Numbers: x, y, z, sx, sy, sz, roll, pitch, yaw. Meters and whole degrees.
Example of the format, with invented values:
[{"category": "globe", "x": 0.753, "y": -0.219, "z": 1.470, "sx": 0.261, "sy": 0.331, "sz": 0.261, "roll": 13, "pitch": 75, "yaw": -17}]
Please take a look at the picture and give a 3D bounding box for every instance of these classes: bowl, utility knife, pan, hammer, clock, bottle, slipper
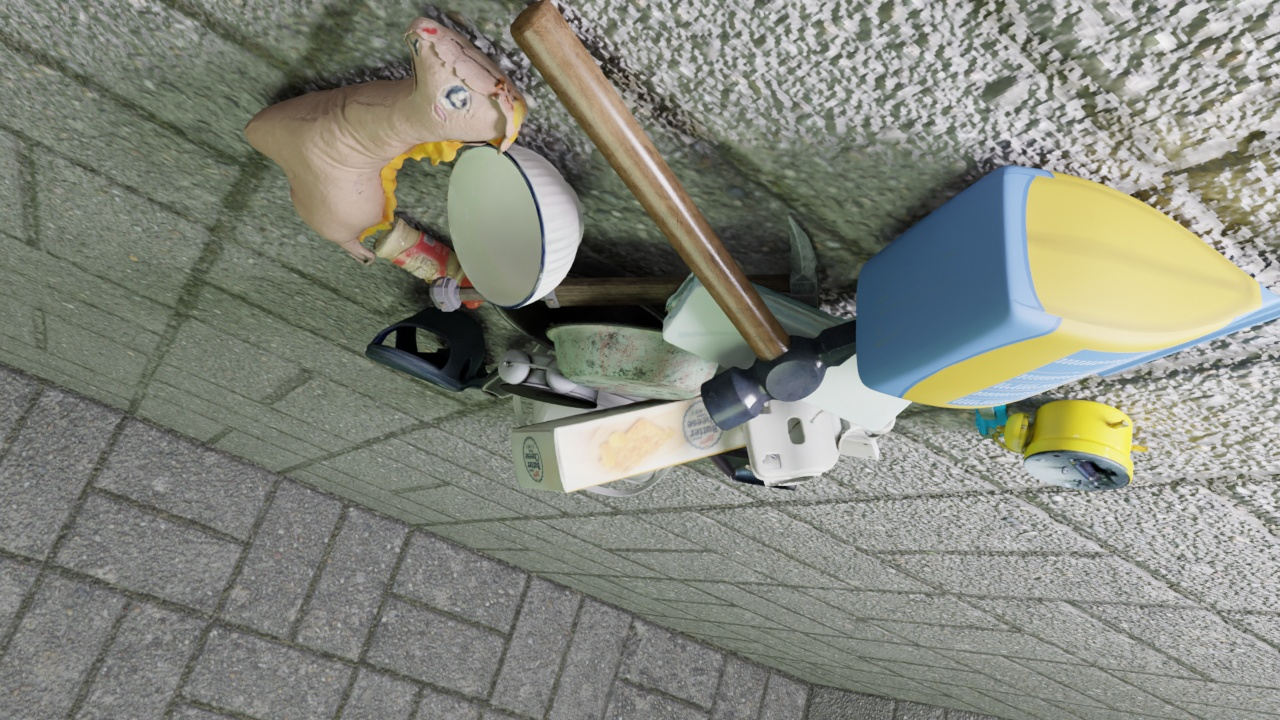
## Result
[{"category": "bowl", "x": -0.005, "y": 0.004, "z": 0.774, "sx": 0.157, "sy": 0.038, "sz": 0.157, "roll": 7, "pitch": 170, "yaw": 1}, {"category": "utility knife", "x": 0.296, "y": 0.032, "z": 0.789, "sx": 0.031, "sy": 0.015, "sz": 0.178, "roll": 0, "pitch": 152, "yaw": 28}, {"category": "bowl", "x": -0.083, "y": -0.101, "z": 0.669, "sx": 0.062, "sy": 0.118, "sz": 0.118, "roll": -20, "pitch": -173, "yaw": -39}, {"category": "pan", "x": -0.087, "y": -0.019, "z": 0.912, "sx": 0.187, "sy": 0.055, "sz": 0.358, "roll": 26, "pitch": 157, "yaw": -20}, {"category": "hammer", "x": 0.028, "y": -0.088, "z": 0.586, "sx": 0.129, "sy": 0.040, "sz": 0.322, "roll": -29, "pitch": 121, "yaw": 20}, {"category": "clock", "x": 0.358, "y": 0.073, "z": 0.778, "sx": 0.119, "sy": 0.057, "sz": 0.083, "roll": -6, "pitch": 149, "yaw": 47}, {"category": "hammer", "x": -0.019, "y": -0.057, "z": 0.722, "sx": 0.317, "sy": 0.028, "sz": 0.147, "roll": 0, "pitch": 145, "yaw": 13}, {"category": "bottle", "x": -0.188, "y": -0.089, "z": 0.840, "sx": 0.109, "sy": 0.044, "sz": 0.044, "roll": 30, "pitch": 156, "yaw": -28}, {"category": "clock", "x": -0.086, "y": 0.016, "z": 0.866, "sx": 0.094, "sy": 0.035, "sz": 0.122, "roll": 9, "pitch": 169, "yaw": 12}, {"category": "slipper", "x": -0.219, "y": -0.017, "z": 1.007, "sx": 0.101, "sy": 0.082, "sz": 0.263, "roll": 18, "pitch": 178, "yaw": 6}]

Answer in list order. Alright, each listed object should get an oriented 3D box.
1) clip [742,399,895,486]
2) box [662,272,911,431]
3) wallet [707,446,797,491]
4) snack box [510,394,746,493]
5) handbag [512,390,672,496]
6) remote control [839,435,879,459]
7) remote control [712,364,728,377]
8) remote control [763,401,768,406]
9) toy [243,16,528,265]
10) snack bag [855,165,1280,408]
[{"category": "clip", "x": 0.145, "y": 0.046, "z": 0.814, "sx": 0.152, "sy": 0.126, "sz": 0.097, "roll": 1, "pitch": 163, "yaw": -28}, {"category": "box", "x": 0.117, "y": -0.011, "z": 0.691, "sx": 0.199, "sy": 0.066, "sz": 0.083, "roll": 22, "pitch": 158, "yaw": -13}, {"category": "wallet", "x": 0.136, "y": 0.128, "z": 1.132, "sx": 0.089, "sy": 0.026, "sz": 0.115, "roll": 5, "pitch": 156, "yaw": 31}, {"category": "snack box", "x": -0.003, "y": 0.070, "z": 0.844, "sx": 0.207, "sy": 0.057, "sz": 0.104, "roll": -11, "pitch": -179, "yaw": -29}, {"category": "handbag", "x": -0.048, "y": 0.061, "z": 1.045, "sx": 0.216, "sy": 0.095, "sz": 0.223, "roll": 18, "pitch": 149, "yaw": 2}, {"category": "remote control", "x": 0.190, "y": 0.085, "z": 1.004, "sx": 0.136, "sy": 0.011, "sz": 0.050, "roll": 7, "pitch": 156, "yaw": 25}, {"category": "remote control", "x": 0.095, "y": 0.019, "z": 0.900, "sx": 0.143, "sy": 0.024, "sz": 0.049, "roll": 9, "pitch": 157, "yaw": 23}, {"category": "remote control", "x": 0.114, "y": 0.051, "z": 0.979, "sx": 0.137, "sy": 0.013, "sz": 0.043, "roll": 7, "pitch": 156, "yaw": 27}, {"category": "toy", "x": -0.171, "y": -0.143, "z": 0.658, "sx": 0.265, "sy": 0.065, "sz": 0.196, "roll": 2, "pitch": 144, "yaw": 33}, {"category": "snack bag", "x": 0.262, "y": -0.028, "z": 0.568, "sx": 0.205, "sy": 0.102, "sz": 0.159, "roll": 10, "pitch": 161, "yaw": -15}]
